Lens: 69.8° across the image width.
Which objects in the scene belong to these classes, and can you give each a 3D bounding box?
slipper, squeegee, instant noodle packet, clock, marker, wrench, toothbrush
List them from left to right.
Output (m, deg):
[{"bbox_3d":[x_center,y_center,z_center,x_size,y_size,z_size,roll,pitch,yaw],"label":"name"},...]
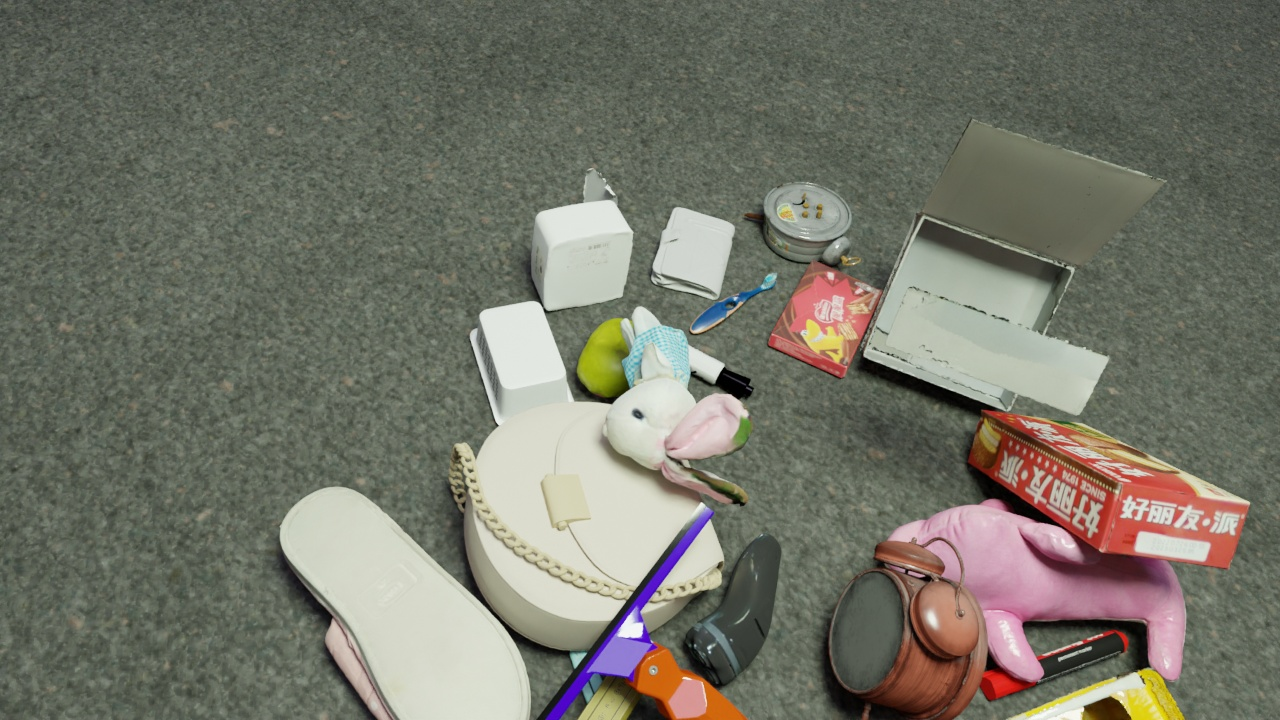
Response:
[{"bbox_3d":[-0.192,0.213,0.741,0.114,0.055,0.274,-34,67,-29],"label":"slipper"},{"bbox_3d":[-0.061,0.325,0.683,0.084,0.018,0.272,28,60,20],"label":"wrench"},{"bbox_3d":[0.042,0.265,0.698,0.185,0.055,0.249,44,72,-13],"label":"squeegee"},{"bbox_3d":[0.061,0.003,0.958,0.126,0.025,0.025,29,54,14],"label":"marker"},{"bbox_3d":[0.106,-0.065,1.021,0.134,0.017,0.021,-32,61,-28],"label":"toothbrush"},{"bbox_3d":[0.203,-0.156,1.081,0.103,0.056,0.148,-28,59,-26],"label":"clock"},{"bbox_3d":[0.215,0.212,0.732,0.072,0.158,0.120,20,22,-17],"label":"clock"},{"bbox_3d":[0.363,0.264,0.802,0.145,0.021,0.023,-12,25,-17],"label":"marker"},{"bbox_3d":[0.316,0.350,0.685,0.221,0.084,0.163,-21,67,-3],"label":"instant noodle packet"}]

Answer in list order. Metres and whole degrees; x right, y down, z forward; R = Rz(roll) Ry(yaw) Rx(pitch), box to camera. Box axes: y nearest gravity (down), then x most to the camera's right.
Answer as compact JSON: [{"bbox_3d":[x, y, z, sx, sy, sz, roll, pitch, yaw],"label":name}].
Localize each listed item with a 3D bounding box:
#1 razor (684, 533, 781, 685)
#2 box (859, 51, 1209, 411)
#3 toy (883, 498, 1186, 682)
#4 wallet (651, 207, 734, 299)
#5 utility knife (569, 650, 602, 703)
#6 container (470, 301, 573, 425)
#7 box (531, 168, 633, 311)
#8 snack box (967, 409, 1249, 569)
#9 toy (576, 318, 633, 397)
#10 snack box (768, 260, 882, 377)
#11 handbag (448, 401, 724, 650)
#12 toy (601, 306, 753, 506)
[{"bbox_3d":[0.084,0.209,0.790,0.064,0.053,0.140,-2,37,32],"label":"razor"},{"bbox_3d":[0.346,-0.112,0.868,0.167,0.370,0.149,21,53,9],"label":"box"},{"bbox_3d":[0.351,0.177,0.797,0.265,0.128,0.186,10,49,1],"label":"toy"},{"bbox_3d":[0.062,-0.127,1.055,0.086,0.032,0.116,13,52,-1],"label":"wallet"},{"bbox_3d":[-0.037,0.270,0.745,0.022,0.015,0.128,-29,57,1],"label":"utility knife"},{"bbox_3d":[-0.119,-0.002,0.920,0.080,0.050,0.129,-12,55,-17],"label":"container"},{"bbox_3d":[-0.067,-0.145,1.001,0.124,0.109,0.136,-14,57,-20],"label":"box"},{"bbox_3d":[0.399,0.106,0.815,0.113,0.060,0.236,8,10,-7],"label":"snack box"},{"bbox_3d":[-0.006,0.005,0.930,0.110,0.051,0.089,22,55,5],"label":"toy"},{"bbox_3d":[0.207,-0.048,1.019,0.089,0.021,0.132,25,53,11],"label":"snack box"},{"bbox_3d":[-0.047,0.141,0.801,0.208,0.104,0.210,-5,53,-22],"label":"handbag"},{"bbox_3d":[0.012,0.030,0.792,0.105,0.131,0.205,-14,49,-14],"label":"toy"}]
